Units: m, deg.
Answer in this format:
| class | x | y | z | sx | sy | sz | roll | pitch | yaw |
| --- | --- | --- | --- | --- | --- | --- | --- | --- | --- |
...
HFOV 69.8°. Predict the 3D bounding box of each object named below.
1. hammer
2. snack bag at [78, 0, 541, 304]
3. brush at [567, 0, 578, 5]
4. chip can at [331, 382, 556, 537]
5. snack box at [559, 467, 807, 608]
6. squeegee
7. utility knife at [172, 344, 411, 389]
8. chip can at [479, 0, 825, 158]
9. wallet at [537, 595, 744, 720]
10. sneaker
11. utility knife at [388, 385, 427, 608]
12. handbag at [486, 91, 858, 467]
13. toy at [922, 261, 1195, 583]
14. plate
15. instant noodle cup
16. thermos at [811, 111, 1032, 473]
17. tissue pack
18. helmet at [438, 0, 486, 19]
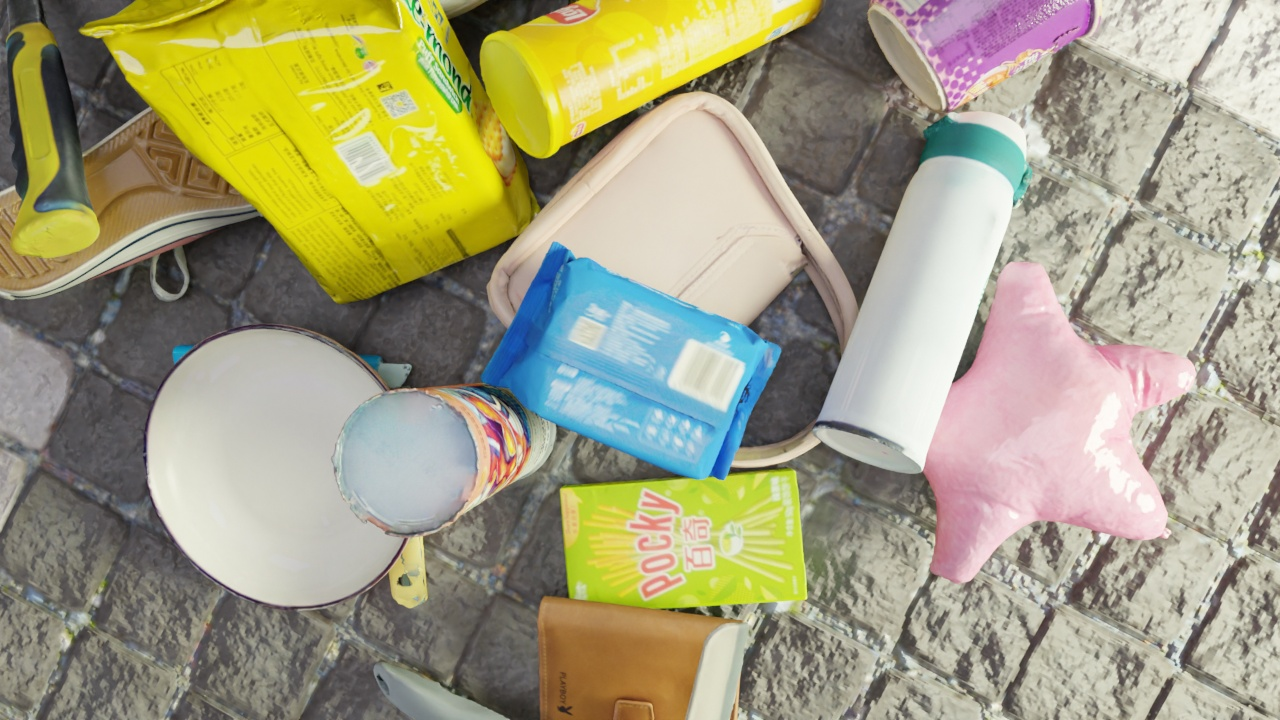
| class | x | y | z | sx | sy | sz | roll | pitch | yaw |
| --- | --- | --- | --- | --- | --- | --- | --- | --- | --- |
| hammer | -0.375 | -0.191 | 0.568 | 0.126 | 0.032 | 0.323 | -26 | 61 | -6 |
| snack bag | -0.163 | -0.126 | 0.525 | 0.158 | 0.247 | 0.068 | -21 | 59 | 4 |
| brush | -0.008 | -0.242 | 0.596 | 0.073 | 0.055 | 0.144 | 13 | 90 | -6 |
| chip can | -0.100 | 0.047 | 0.521 | 0.071 | 0.214 | 0.071 | 0 | 90 | 4 |
| snack box | 0.028 | 0.119 | 0.606 | 0.156 | 0.026 | 0.085 | -4 | 89 | 5 |
| squeegee | -0.071 | 0.242 | 0.586 | 0.247 | 0.039 | 0.247 | 13 | 113 | 15 |
| utility knife | -0.239 | 0.008 | 0.631 | 0.166 | 0.018 | 0.034 | 1 | 90 | 3 |
| chip can | 0.013 | -0.196 | 0.544 | 0.213 | 0.072 | 0.072 | -32 | 87 | -21 |
| wallet | -0.001 | 0.212 | 0.596 | 0.131 | 0.035 | 0.119 | 4 | 107 | 9 |
| sneaker | -0.309 | -0.111 | 0.604 | 0.240 | 0.088 | 0.118 | -32 | 100 | -18 |
| utility knife | -0.162 | 0.094 | 0.629 | 0.031 | 0.018 | 0.151 | -6 | 94 | 10 |
| handbag | 0.040 | -0.031 | 0.587 | 0.234 | 0.093 | 0.193 | 45 | 92 | -5 |
| toy | 0.241 | 0.055 | 0.564 | 0.178 | 0.074 | 0.195 | 42 | 96 | 16 |
| plate | -0.231 | 0.069 | 0.608 | 0.192 | 0.039 | 0.192 | 2 | 101 | 9 |
| instant noodle cup | 0.202 | -0.213 | 0.559 | 0.099 | 0.111 | 0.111 | -37 | 87 | 12 |
| thermos | 0.177 | -0.046 | 0.558 | 0.073 | 0.073 | 0.224 | 23 | 78 | 4 |
| tissue pack | -0.003 | 0.003 | 0.527 | 0.157 | 0.052 | 0.095 | 23 | 97 | -15 |
| helmet | -0.134 | -0.292 | 0.547 | 0.258 | 0.146 | 0.229 | -38 | 53 | -14 |
